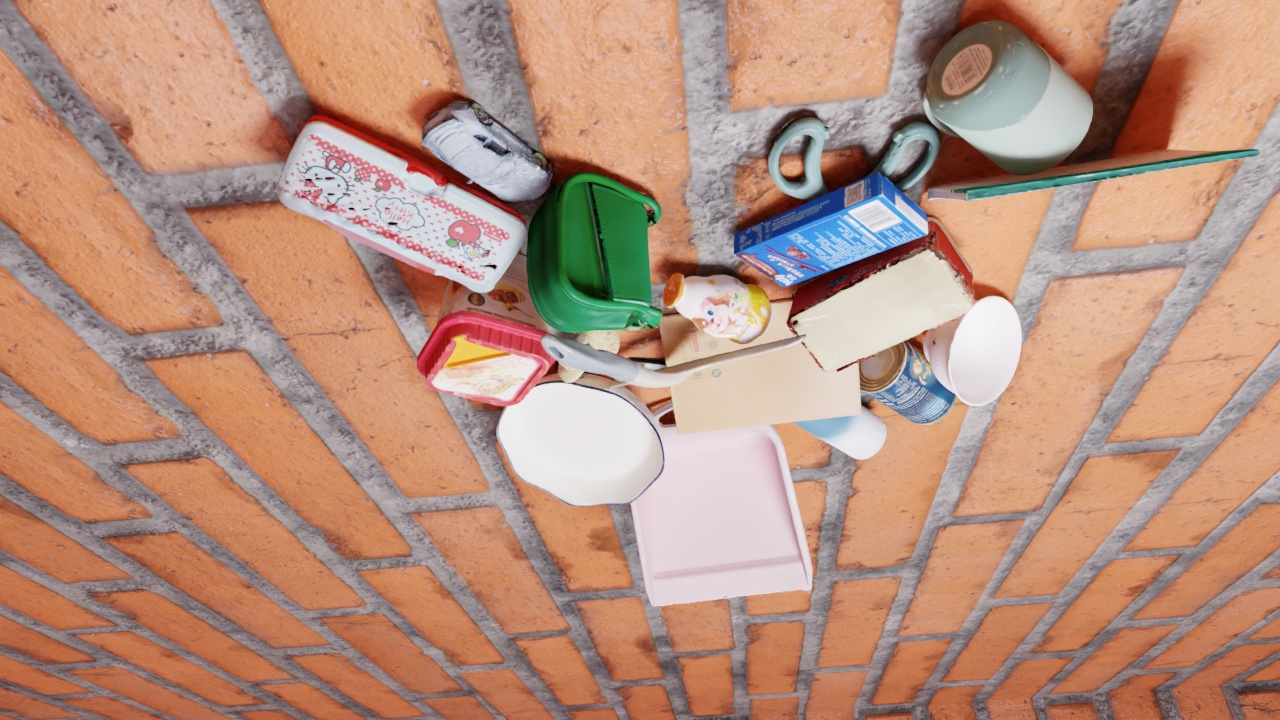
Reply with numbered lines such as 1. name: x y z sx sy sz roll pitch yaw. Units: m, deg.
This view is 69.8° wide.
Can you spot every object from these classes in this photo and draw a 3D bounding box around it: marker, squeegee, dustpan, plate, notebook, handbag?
1. marker: 0.045 0.007 1.065 0.124 0.015 0.018 5 145 -6
2. squeegee: -0.005 0.005 0.876 0.247 0.039 0.246 -14 167 36
3. dustpan: 0.087 0.184 1.168 0.223 0.273 0.139 -12 171 9
4. plate: -0.069 0.093 1.107 0.205 0.045 0.205 7 130 8
5. notebook: 0.133 0.007 1.005 0.208 0.008 0.148 -7 114 7
6. notebook: 0.356 -0.152 0.753 0.209 0.012 0.150 -8 -169 8
7. handbag: -0.035 -0.090 0.808 0.120 0.131 0.068 9 159 -28

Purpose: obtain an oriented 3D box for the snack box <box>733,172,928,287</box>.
1. snack box: 0.173 -0.116 0.845 0.158 0.026 0.084 -19 149 40

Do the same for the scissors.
1. scissors: 0.166 -0.163 0.810 0.177 0.019 0.174 14 146 -26

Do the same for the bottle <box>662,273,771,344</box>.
1. bottle: 0.076 -0.056 0.924 0.108 0.063 0.063 16 142 -26

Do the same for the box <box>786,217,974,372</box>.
1. box: 0.233 -0.055 0.896 0.169 0.079 0.091 -28 113 33

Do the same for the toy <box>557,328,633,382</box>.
1. toy: -0.052 -0.026 0.973 0.105 0.066 0.158 -25 161 -28

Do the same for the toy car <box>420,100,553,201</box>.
1. toy car: -0.127 -0.169 0.766 0.054 0.036 0.120 -26 143 31

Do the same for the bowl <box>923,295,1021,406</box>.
1. bowl: 0.348 -0.015 0.992 0.118 0.118 0.065 24 177 -34

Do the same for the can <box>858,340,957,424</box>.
1. can: 0.299 0.020 1.045 0.111 0.075 0.075 27 137 -36

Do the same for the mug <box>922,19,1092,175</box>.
1. mug: 0.270 -0.202 0.712 0.106 0.082 0.112 22 171 -33

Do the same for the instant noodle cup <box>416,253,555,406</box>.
1. instant noodle cup: -0.145 -0.038 0.883 0.116 0.124 0.117 15 142 -25

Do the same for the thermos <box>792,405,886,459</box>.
1. thermos: 0.211 0.055 1.105 0.070 0.070 0.220 -30 137 35

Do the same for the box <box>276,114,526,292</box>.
1. box: -0.198 -0.126 0.774 0.201 0.048 0.087 24 111 -25
